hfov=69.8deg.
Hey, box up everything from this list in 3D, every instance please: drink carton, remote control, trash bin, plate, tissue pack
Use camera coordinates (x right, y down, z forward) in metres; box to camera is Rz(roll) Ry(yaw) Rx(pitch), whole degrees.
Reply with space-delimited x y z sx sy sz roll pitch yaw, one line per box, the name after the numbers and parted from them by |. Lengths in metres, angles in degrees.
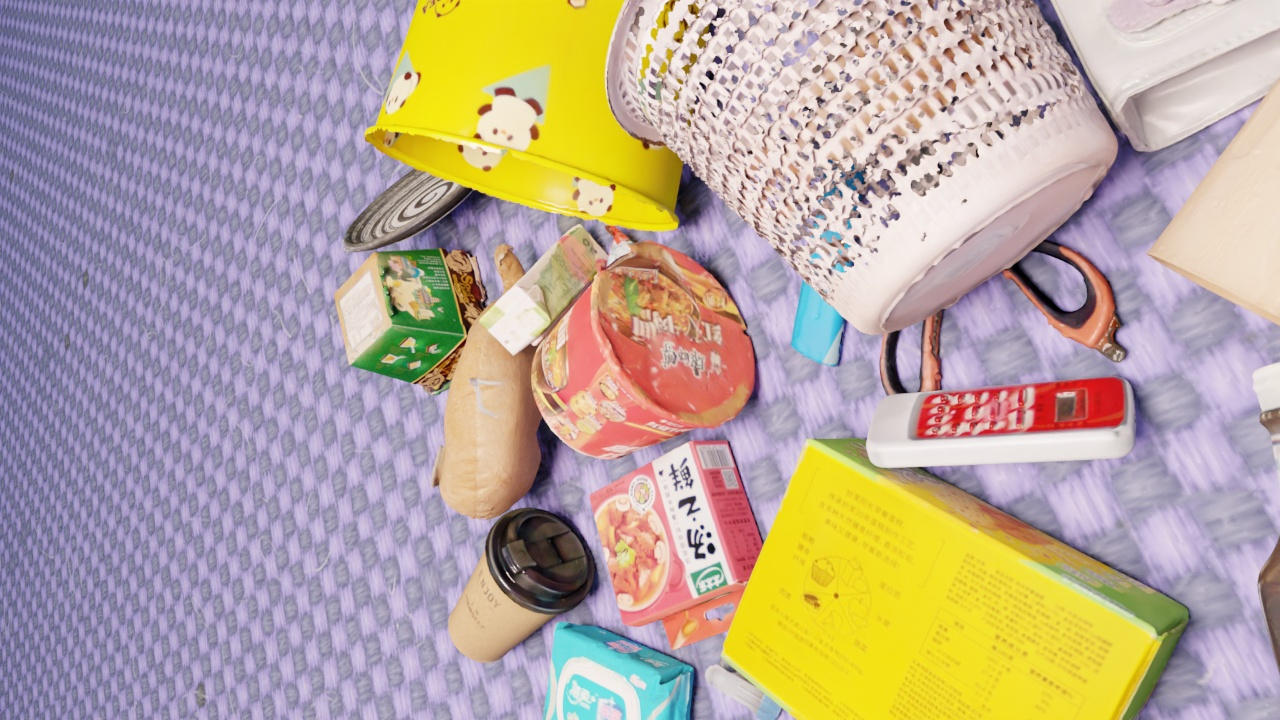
-0.072 -0.056 0.722 0.045 0.122 0.054 46 125 -9 | drink carton
0.193 0.034 0.500 0.136 0.055 0.020 -6 122 31 | remote control
0.124 -0.130 0.482 0.228 0.227 0.192 -44 69 31 | trash bin
-0.197 -0.151 0.847 0.180 0.024 0.179 -25 29 15 | plate
-0.022 0.259 0.693 0.134 0.050 0.093 8 93 43 | tissue pack
-0.051 -0.246 0.658 0.230 0.229 0.255 16 92 42 | trash bin

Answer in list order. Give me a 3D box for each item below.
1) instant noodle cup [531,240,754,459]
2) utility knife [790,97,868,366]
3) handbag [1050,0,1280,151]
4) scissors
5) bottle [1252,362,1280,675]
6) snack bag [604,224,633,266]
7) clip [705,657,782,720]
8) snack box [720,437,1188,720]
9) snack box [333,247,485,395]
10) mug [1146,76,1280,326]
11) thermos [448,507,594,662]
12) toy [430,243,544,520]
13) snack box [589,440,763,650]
-0.004 0.004 0.651 0.109 0.137 0.137 -36 63 44 | instant noodle cup
0.130 -0.090 0.605 0.034 0.018 0.187 11 94 31 | utility knife
0.267 -0.224 0.443 0.145 0.098 0.196 -26 68 30 | handbag
0.193 -0.066 0.549 0.189 0.015 0.226 -52 54 27 | scissors
0.316 0.095 0.402 0.080 0.044 0.194 -19 73 40 | bottle
0.005 -0.071 0.710 0.105 0.026 0.045 32 124 38 | snack bag
0.073 0.227 0.634 0.056 0.026 0.024 29 108 27 | clip
0.164 0.155 0.518 0.210 0.070 0.158 30 106 40 | snack box
-0.220 -0.043 0.864 0.118 0.105 0.118 -35 63 36 | snack box
0.295 -0.065 0.389 0.104 0.084 0.124 -62 7 17 | mug
-0.104 0.188 0.753 0.144 0.092 0.093 -51 55 35 | thermos
-0.115 0.018 0.749 0.082 0.143 0.226 8 93 -1 | toy
0.029 0.136 0.661 0.113 0.044 0.127 -33 65 36 | snack box
